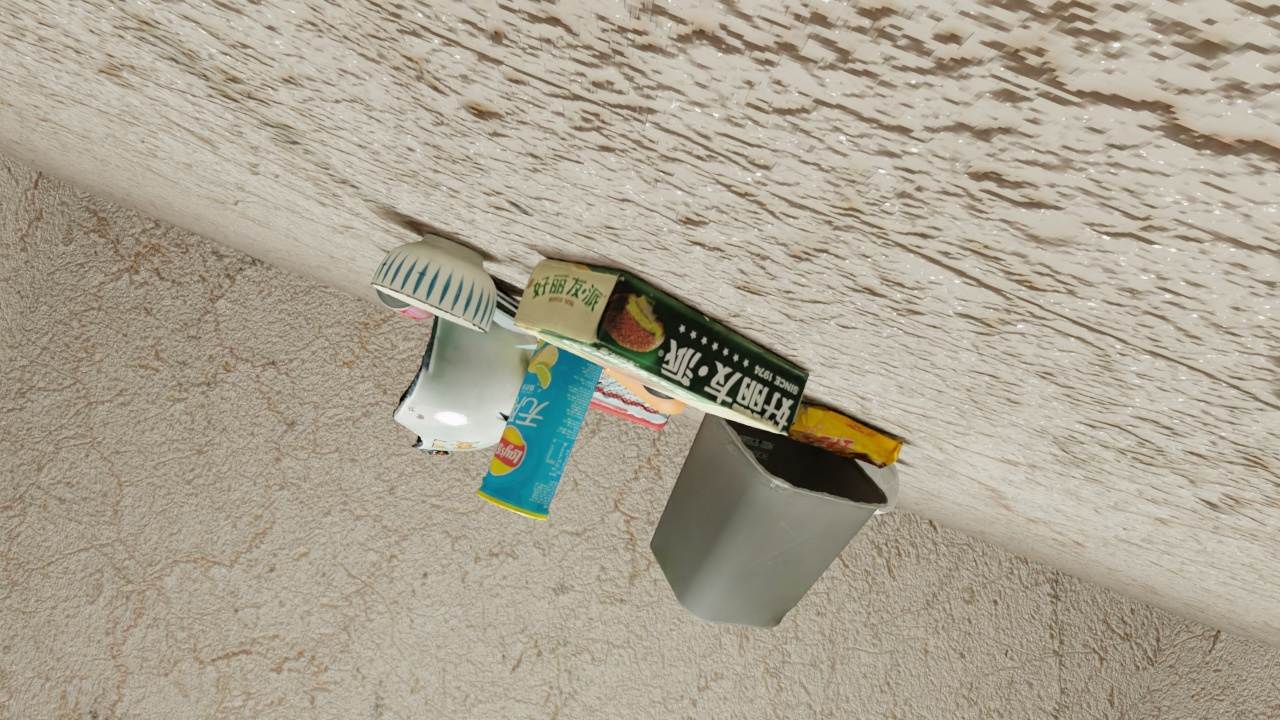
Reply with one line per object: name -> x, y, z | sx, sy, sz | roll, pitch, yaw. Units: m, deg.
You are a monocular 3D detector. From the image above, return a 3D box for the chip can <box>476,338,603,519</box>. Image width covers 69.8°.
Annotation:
chip can -> -0.085, 0.041, 0.874 | 0.071, 0.210, 0.071 | 21, 176, 1

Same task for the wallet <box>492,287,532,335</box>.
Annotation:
wallet -> -0.171, -0.070, 1.058 | 0.106, 0.037, 0.130 | 34, 173, -29

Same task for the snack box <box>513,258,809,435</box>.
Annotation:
snack box -> 0.023, -0.007, 0.762 | 0.240, 0.063, 0.115 | 25, 173, -40

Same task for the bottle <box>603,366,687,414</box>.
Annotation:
bottle -> -0.006, 0.006, 1.087 | 0.149, 0.066, 0.067 | 29, 175, -5

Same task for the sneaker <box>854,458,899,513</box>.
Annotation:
sneaker -> 0.280, 0.156, 1.284 | 0.091, 0.089, 0.242 | -3, 156, 40

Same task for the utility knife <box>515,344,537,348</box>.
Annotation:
utility knife -> -0.051, -0.015, 0.968 | 0.183, 0.019, 0.031 | -7, 164, 22

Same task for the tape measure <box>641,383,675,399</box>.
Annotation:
tape measure -> 0.030, 0.014, 1.000 | 0.039, 0.057, 0.058 | 15, 164, 49

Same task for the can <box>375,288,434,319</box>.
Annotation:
can -> -0.300, -0.091, 1.204 | 0.066, 0.066, 0.094 | 21, 175, 8

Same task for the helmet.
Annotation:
helmet -> -0.210, 0.022, 1.224 | 0.157, 0.229, 0.274 | 14, 163, 2

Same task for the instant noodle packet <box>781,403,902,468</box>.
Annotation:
instant noodle packet -> 0.219, 0.083, 1.046 | 0.128, 0.044, 0.111 | 23, 171, -17

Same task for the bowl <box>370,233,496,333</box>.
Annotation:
bowl -> -0.186, -0.077, 0.862 | 0.116, 0.066, 0.116 | 22, 175, 2

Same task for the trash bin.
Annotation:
trash bin -> 0.138, 0.186, 1.108 | 0.198, 0.220, 0.198 | 15, -156, -30

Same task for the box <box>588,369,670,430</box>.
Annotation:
box -> -0.043, 0.020, 1.304 | 0.201, 0.100, 0.094 | 20, -163, 5
